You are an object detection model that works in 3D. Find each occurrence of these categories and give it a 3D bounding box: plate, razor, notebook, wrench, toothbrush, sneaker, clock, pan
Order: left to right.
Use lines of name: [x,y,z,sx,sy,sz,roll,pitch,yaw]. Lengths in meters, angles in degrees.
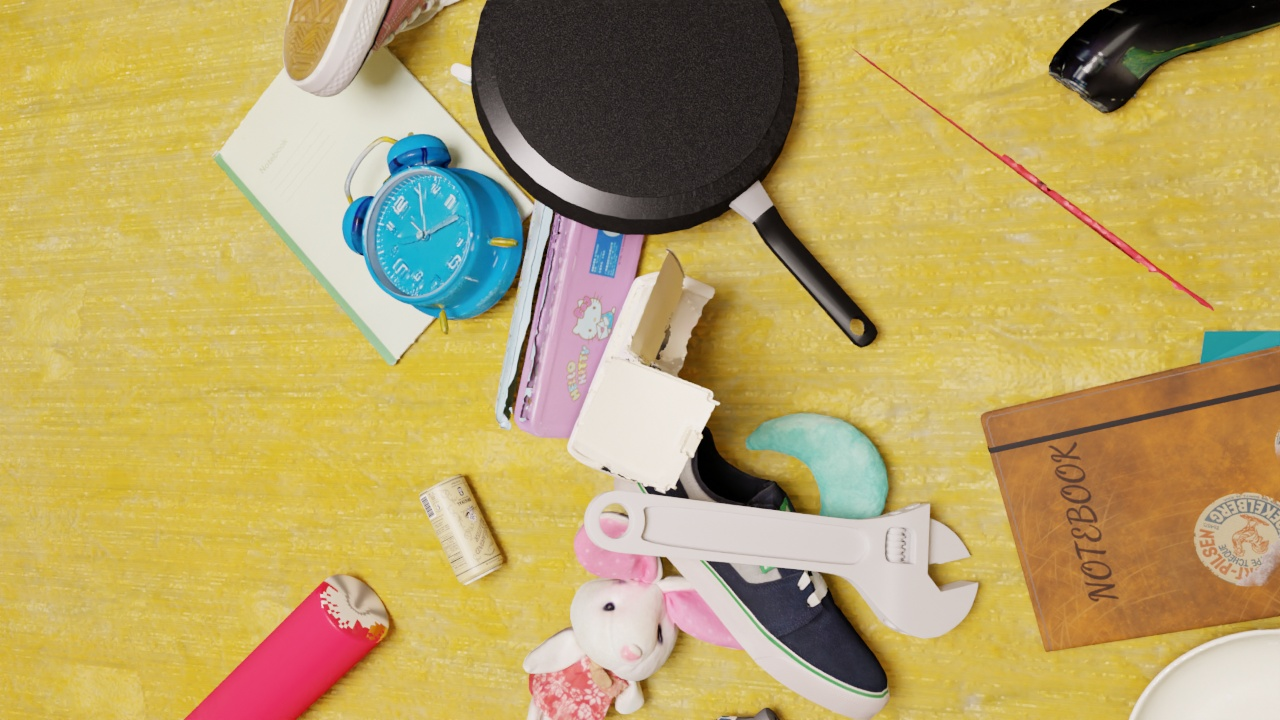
notebook: [-0.226,-0.147,0.753,0.182,0.010,0.252,-45,79,14]
sneaker: [-0.185,-0.293,0.698,0.118,0.088,0.240,14,75,39]
clock: [-0.164,-0.102,0.696,0.161,0.060,0.117,44,106,18]
toothbrush: [-0.067,-0.192,0.700,0.181,0.016,0.016,25,97,14]
pan: [0.042,-0.148,0.619,0.225,0.034,0.356,-40,87,-11]
sneaker: [0.090,0.136,0.617,0.235,0.084,0.079,45,112,8]
wrench: [0.095,0.125,0.578,0.273,0.018,0.086,9,80,-18]
razor: [0.333,-0.197,0.563,0.151,0.053,0.067,-13,116,10]
notebook: [0.360,0.074,0.574,0.250,0.014,0.178,-16,87,17]
plate: [0.391,0.250,0.559,0.182,0.034,0.182,1,92,17]

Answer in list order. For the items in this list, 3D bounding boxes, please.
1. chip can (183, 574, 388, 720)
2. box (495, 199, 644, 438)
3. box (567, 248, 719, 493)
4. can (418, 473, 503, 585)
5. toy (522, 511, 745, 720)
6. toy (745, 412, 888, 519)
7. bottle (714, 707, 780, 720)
chip can: [-0.305,0.271,0.761,0.221,0.069,0.069,-43,79,14]
box: [-0.060,-0.051,0.672,0.096,0.077,0.214,14,96,18]
box: [-0.004,0.003,0.583,0.069,0.191,0.143,23,84,-18]
can: [-0.140,0.133,0.721,0.038,0.038,0.079,-29,83,16]
toy: [-0.022,0.206,0.664,0.159,0.084,0.194,37,103,-16]
toy: [0.128,0.081,0.639,0.085,0.033,0.105,-27,87,26]
bottle: [0.054,0.289,0.660,0.112,0.047,0.047,-41,80,14]
